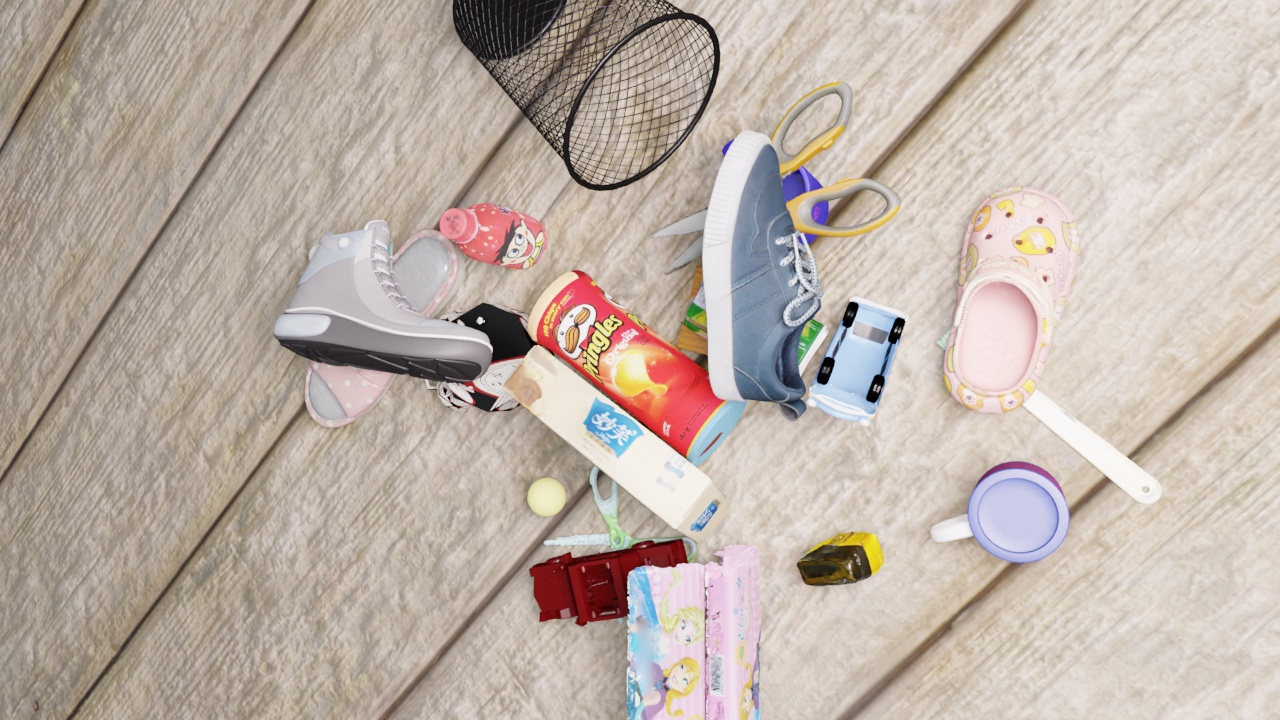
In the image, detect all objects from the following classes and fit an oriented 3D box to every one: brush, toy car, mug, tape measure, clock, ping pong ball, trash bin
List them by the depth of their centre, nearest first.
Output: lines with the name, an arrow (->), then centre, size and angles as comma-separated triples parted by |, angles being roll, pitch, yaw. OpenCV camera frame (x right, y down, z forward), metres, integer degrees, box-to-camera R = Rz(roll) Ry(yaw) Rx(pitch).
mug -> 0.297, 0.130, 0.767 | 0.112, 0.076, 0.075 | -23, 80, 21
brush -> 0.348, 0.044, 0.783 | 0.217, 0.012, 0.033 | 42, 104, 16
toy car -> 0.187, 0.002, 0.790 | 0.056, 0.153, 0.055 | 21, 134, 13
tape measure -> 0.182, 0.176, 0.822 | 0.066, 0.064, 0.037 | -19, 89, 51
mug -> 0.116, -0.158, 0.845 | 0.079, 0.083, 0.111 | -40, 75, 17
trash bin -> -0.062, -0.301, 0.881 | 0.210, 0.183, 0.184 | 46, 106, 23
brush -> 0.073, -0.068, 0.898 | 0.048, 0.017, 0.126 | 16, 95, 23
toy car -> -0.037, 0.221, 0.904 | 0.170, 0.061, 0.070 | -15, 86, 25
ping pong ball -> -0.098, 0.142, 0.954 | 0.040, 0.040, 0.040 | -1, 89, 23
clock -> -0.175, -0.002, 0.976 | 0.155, 0.065, 0.114 | -4, 87, 22

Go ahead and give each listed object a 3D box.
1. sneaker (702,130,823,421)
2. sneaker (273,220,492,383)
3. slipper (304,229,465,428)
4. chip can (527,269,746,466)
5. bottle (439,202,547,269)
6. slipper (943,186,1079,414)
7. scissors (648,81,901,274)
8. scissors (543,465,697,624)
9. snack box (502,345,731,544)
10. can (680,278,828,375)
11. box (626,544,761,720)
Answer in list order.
sneaker -> 0.106, -0.066, 0.748 | 0.087, 0.089, 0.236 | 8, 114, 26
sneaker -> -0.252, -0.068, 0.947 | 0.257, 0.093, 0.160 | 5, 73, 24
slipper -> -0.301, -0.035, 1.037 | 0.114, 0.054, 0.275 | 45, 105, 18
chip can -> -0.005, 0.005, 0.894 | 0.213, 0.087, 0.087 | 38, 103, 18
bottle -> -0.152, -0.128, 0.930 | 0.062, 0.137, 0.062 | 0, 90, 22
slipper -> 0.306, -0.054, 0.757 | 0.093, 0.081, 0.197 | 11, 86, 20
scissors -> 0.106, -0.151, 0.794 | 0.226, 0.016, 0.175 | -7, 87, 25
scissors -> -0.023, 0.183, 0.939 | 0.172, 0.021, 0.173 | -4, 93, 20
snack box -> -0.018, 0.082, 0.857 | 0.207, 0.153, 0.055 | 37, 85, 19
can -> 0.105, -0.032, 0.845 | 0.121, 0.067, 0.067 | 32, 101, 8
box -> 0.061, 0.290, 0.826 | 0.062, 0.160, 0.230 | -1, 89, 45
